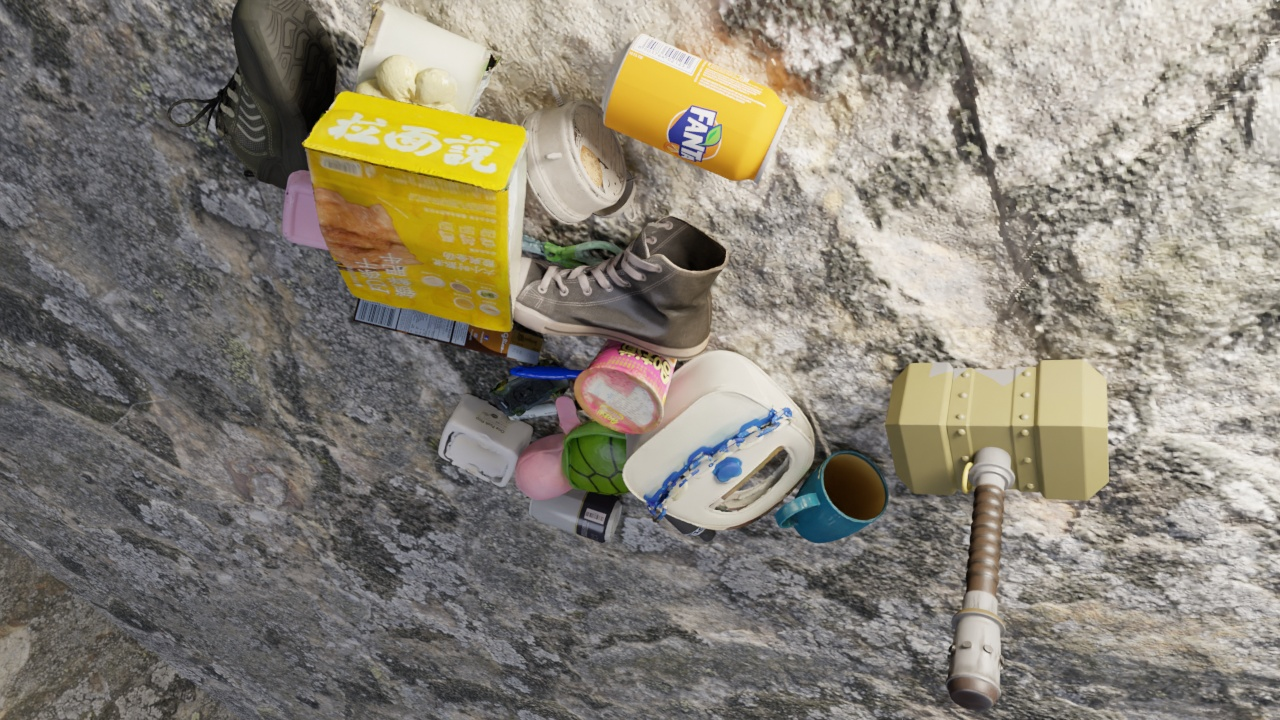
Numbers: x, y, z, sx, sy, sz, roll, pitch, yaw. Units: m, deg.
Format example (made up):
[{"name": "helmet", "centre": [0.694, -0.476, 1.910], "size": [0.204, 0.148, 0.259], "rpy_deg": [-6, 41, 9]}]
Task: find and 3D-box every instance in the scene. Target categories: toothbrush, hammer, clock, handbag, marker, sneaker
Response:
[{"name": "toothbrush", "centre": [-0.062, 0.018, 1.057], "size": [0.183, 0.016, 0.018], "rpy_deg": [2, 140, 11]}, {"name": "hammer", "centre": [0.302, 0.147, 0.799], "size": [0.191, 0.323, 0.101], "rpy_deg": [-2, 132, 27]}, {"name": "clock", "centre": [-0.042, -0.171, 0.824], "size": [0.061, 0.103, 0.157], "rpy_deg": [-15, 151, 28]}, {"name": "handbag", "centre": [-0.210, -0.217, 0.827], "size": [0.112, 0.123, 0.172], "rpy_deg": [20, 141, -17]}, {"name": "marker", "centre": [-0.108, 0.060, 1.139], "size": [0.147, 0.017, 0.017], "rpy_deg": [-10, 128, 33]}, {"name": "sneaker", "centre": [-0.370, -0.258, 0.881], "size": [0.143, 0.100, 0.238], "rpy_deg": [13, 144, 4]}, {"name": "handbag", "centre": [0.092, 0.108, 1.002], "size": [0.199, 0.092, 0.201], "rpy_deg": [34, 117, -22]}, {"name": "sneaker", "centre": [-0.035, -0.084, 0.885], "size": [0.235, 0.095, 0.120], "rpy_deg": [16, 132, 1]}]

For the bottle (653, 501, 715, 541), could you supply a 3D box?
[{"name": "bottle", "centre": [0.055, 0.192, 1.173], "size": [0.047, 0.046, 0.112], "rpy_deg": [-25, 119, 41]}]

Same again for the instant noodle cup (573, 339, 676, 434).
[{"name": "instant noodle cup", "centre": [-0.006, 0.006, 0.965], "size": [0.098, 0.108, 0.098], "rpy_deg": [14, 137, 13]}]

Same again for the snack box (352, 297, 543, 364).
[{"name": "snack box", "centre": [-0.215, -0.034, 1.039], "size": [0.186, 0.031, 0.101], "rpy_deg": [13, 179, 13]}]

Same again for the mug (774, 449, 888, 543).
[{"name": "mug", "centre": [0.204, 0.163, 1.033], "size": [0.112, 0.084, 0.104], "rpy_deg": [-9, 154, -23]}]

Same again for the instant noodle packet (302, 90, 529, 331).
[{"name": "instant noodle packet", "centre": [-0.187, -0.111, 0.802], "size": [0.163, 0.084, 0.222], "rpy_deg": [11, 143, -1]}]

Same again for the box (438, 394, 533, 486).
[{"name": "box", "centre": [-0.209, 0.114, 1.202], "size": [0.107, 0.076, 0.103], "rpy_deg": [29, 137, -1]}]

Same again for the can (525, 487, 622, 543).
[{"name": "can", "centre": [-0.093, 0.198, 1.237], "size": [0.127, 0.064, 0.064], "rpy_deg": [17, 138, 10]}]

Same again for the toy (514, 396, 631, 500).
[{"name": "toy", "centre": [-0.047, 0.118, 1.118], "size": [0.239, 0.087, 0.190], "rpy_deg": [-7, 140, 20]}]

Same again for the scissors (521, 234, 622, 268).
[{"name": "scissors", "centre": [-0.095, -0.108, 0.964], "size": [0.176, 0.032, 0.078], "rpy_deg": [20, 141, 12]}]

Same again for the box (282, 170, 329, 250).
[{"name": "box", "centre": [-0.256, -0.119, 0.929], "size": [0.201, 0.073, 0.150], "rpy_deg": [12, 155, -15]}]

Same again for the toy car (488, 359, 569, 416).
[{"name": "toy car", "centre": [-0.133, 0.031, 1.110], "size": [0.106, 0.033, 0.048], "rpy_deg": [-25, 117, 26]}]

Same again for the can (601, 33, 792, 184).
[{"name": "can", "centre": [0.045, -0.203, 0.750], "size": [0.142, 0.078, 0.079], "rpy_deg": [24, 138, 1]}]
